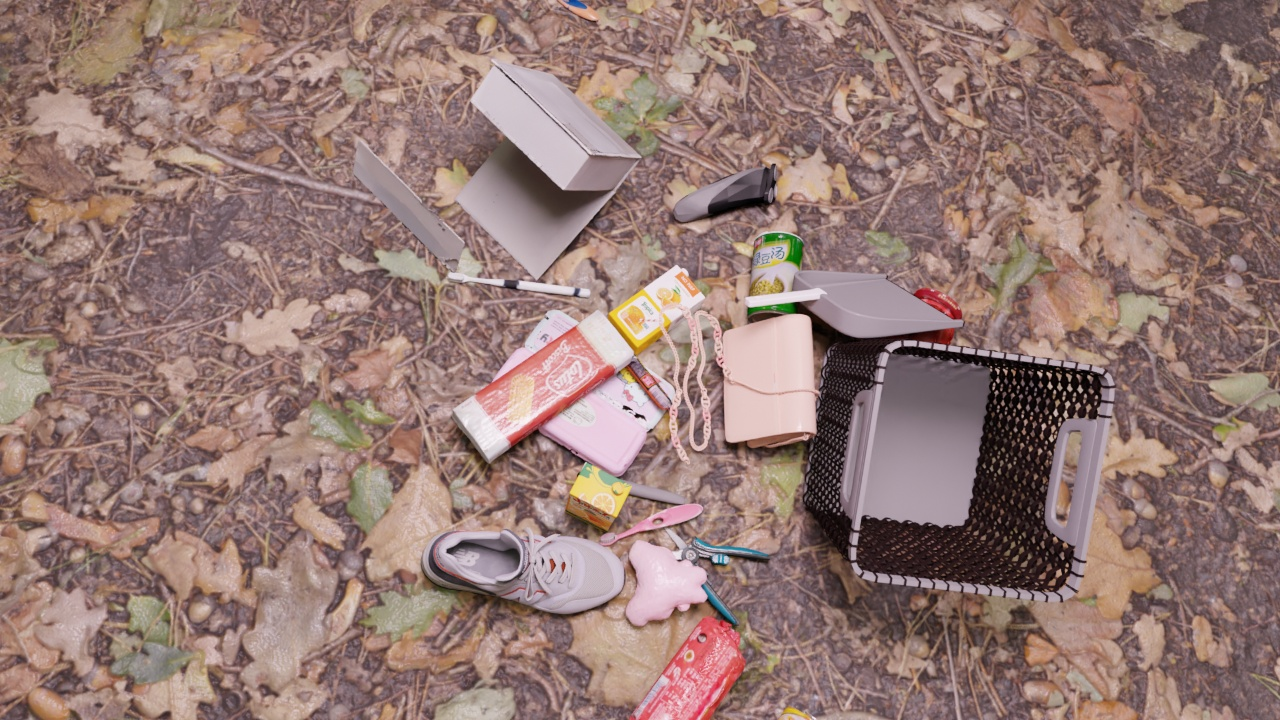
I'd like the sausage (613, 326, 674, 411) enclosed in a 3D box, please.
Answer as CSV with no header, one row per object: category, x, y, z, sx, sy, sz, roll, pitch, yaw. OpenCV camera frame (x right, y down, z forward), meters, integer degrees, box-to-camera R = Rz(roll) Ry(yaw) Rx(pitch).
sausage,-0.007,0.007,1.161,0.020,0.020,0.155,-33,73,-17

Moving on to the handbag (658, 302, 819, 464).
handbag,0.127,0.025,1.105,0.187,0.117,0.198,18,65,-42

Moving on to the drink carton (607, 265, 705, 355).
drink carton,0.022,-0.067,1.200,0.122,0.040,0.058,-37,79,-17

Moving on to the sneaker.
sneaker,-0.131,0.233,1.032,0.239,0.124,0.088,6,70,-6

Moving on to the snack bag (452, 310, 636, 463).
snack bag,-0.114,0.029,1.108,0.225,0.041,0.077,-36,78,-16

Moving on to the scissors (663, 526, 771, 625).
scissors,0.084,0.258,1.107,0.148,0.019,0.118,3,67,-1

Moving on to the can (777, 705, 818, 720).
can,0.165,0.448,1.027,0.067,0.068,0.104,38,70,6

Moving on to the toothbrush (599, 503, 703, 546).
toothbrush,0.013,0.199,1.117,0.135,0.016,0.021,-17,58,-10

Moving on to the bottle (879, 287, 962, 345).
bottle,0.358,-0.037,1.206,0.099,0.099,0.111,35,73,5

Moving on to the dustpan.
dustpan,0.244,-0.073,1.127,0.257,0.033,0.163,-8,28,-20

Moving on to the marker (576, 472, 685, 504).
marker,-0.011,0.156,1.134,0.138,0.016,0.022,14,47,-4

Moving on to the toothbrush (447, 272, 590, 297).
toothbrush,-0.158,-0.099,1.200,0.186,0.017,0.012,7,90,-6

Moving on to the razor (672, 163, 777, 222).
razor,0.118,-0.226,1.263,0.156,0.057,0.060,-13,45,-3

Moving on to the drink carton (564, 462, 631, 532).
drink carton,-0.051,0.161,1.068,0.058,0.123,0.041,27,69,2

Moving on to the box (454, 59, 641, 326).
box,-0.138,-0.216,1.237,0.167,0.447,0.164,45,61,8

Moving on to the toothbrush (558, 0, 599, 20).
toothbrush,-0.118,-0.541,1.360,0.135,0.017,0.021,35,74,2

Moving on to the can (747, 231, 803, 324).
can,0.180,-0.106,1.220,0.067,0.067,0.120,9,70,-4

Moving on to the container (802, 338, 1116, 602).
container,0.333,0.104,1.038,0.245,0.243,0.247,8,94,-5

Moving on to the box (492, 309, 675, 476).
box,-0.070,0.036,1.153,0.201,0.041,0.153,33,69,4

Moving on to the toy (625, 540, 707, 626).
toy,0.031,0.262,1.077,0.096,0.053,0.099,0,75,9

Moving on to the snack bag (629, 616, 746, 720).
snack bag,0.057,0.372,1.032,0.082,0.082,0.176,38,71,6
